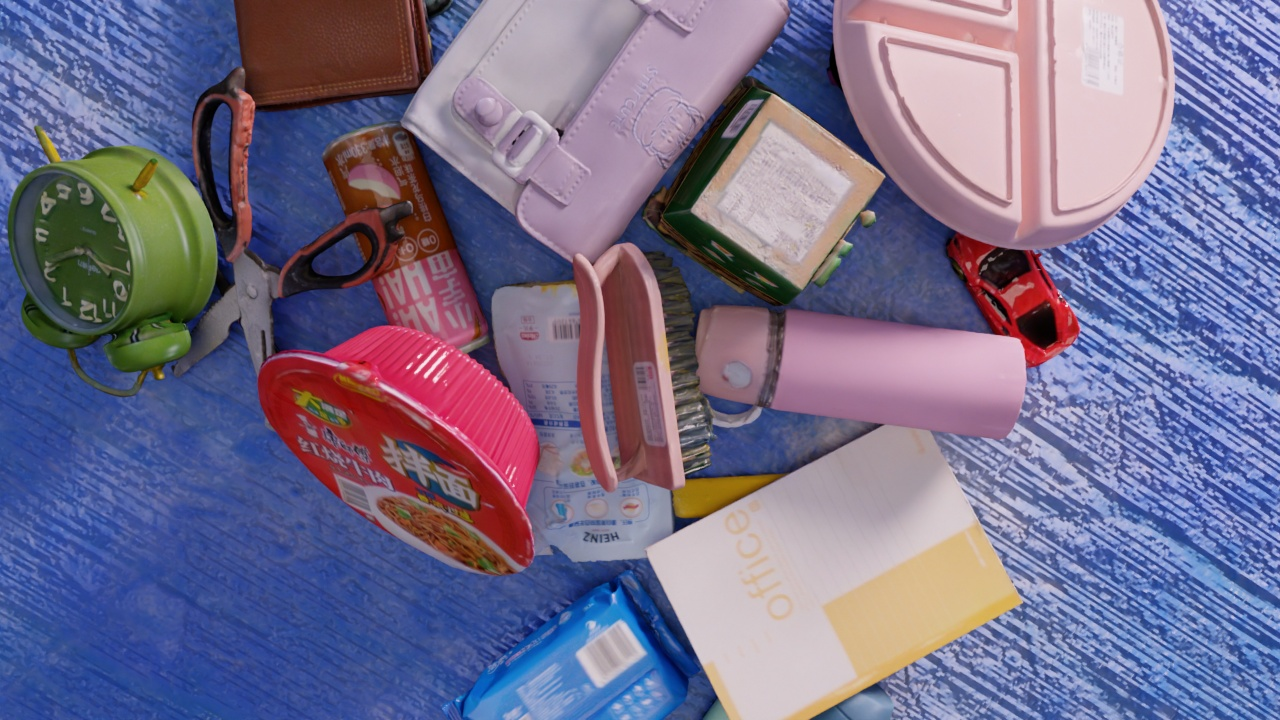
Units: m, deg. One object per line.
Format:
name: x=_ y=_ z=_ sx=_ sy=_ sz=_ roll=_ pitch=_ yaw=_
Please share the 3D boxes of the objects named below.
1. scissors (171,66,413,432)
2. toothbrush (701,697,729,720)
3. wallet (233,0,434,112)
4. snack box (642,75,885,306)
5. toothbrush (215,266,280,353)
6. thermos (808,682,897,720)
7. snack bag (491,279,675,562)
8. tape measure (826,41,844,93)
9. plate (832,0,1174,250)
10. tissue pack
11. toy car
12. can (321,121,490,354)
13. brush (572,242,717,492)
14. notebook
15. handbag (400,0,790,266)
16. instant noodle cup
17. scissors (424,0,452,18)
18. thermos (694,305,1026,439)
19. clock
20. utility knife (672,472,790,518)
scissors: x=-0.235 y=-0.063 z=0.565 sx=0.223 sy=0.015 sz=0.189 roll=-32 pitch=93 yaw=23
toothbrush: x=0.024 y=0.304 z=0.648 sx=0.026 sy=0.027 sz=0.224 roll=34 pitch=97 yaw=3
wallet: x=-0.191 y=-0.210 z=0.560 sx=0.125 sy=0.032 sz=0.101 roll=-4 pitch=99 yaw=12
snack box: x=0.078 y=-0.100 z=0.546 sx=0.117 sy=0.105 sz=0.118 roll=34 pitch=96 yaw=-4
toothbrush: x=-0.255 y=-0.018 z=0.604 sx=0.014 sy=0.017 sz=0.189 roll=-32 pitch=99 yaw=14
thermos: x=0.086 y=0.302 z=0.627 sx=0.070 sy=0.070 sz=0.220 roll=37 pitch=97 yaw=-5
snack bag: x=-0.037 y=0.042 z=0.602 sx=0.110 sy=0.039 sz=0.191 roll=-5 pitch=100 yaw=-6
tape measure: x=0.145 y=-0.188 z=0.566 sx=0.057 sy=0.039 sz=0.058 roll=-5 pitch=94 yaw=1
plate: x=0.218 y=-0.179 z=0.529 sx=0.229 sy=0.028 sz=0.229 roll=2 pitch=82 yaw=-18
tissue pack: x=-0.045 y=0.220 z=0.609 sx=0.157 sy=0.052 sz=0.095 roll=-34 pitch=97 yaw=-14
toy car: x=0.240 y=-0.047 z=0.592 sx=0.049 sy=0.031 sz=0.106 roll=-32 pitch=95 yaw=4
can: x=-0.145 y=-0.071 z=0.575 sx=0.058 sy=0.058 sz=0.147 roll=-20 pitch=98 yaw=3
brush: x=-0.003 y=0.003 z=0.547 sx=0.073 sy=0.063 sz=0.146 roll=-12 pitch=100 yaw=-28
notebook: x=0.125 y=0.140 z=0.598 sx=0.206 sy=0.010 sz=0.146 roll=-26 pitch=84 yaw=-4
handbag: x=-0.025 y=-0.171 z=0.544 sx=0.145 sy=0.098 sz=0.197 roll=37 pitch=97 yaw=-11
instant noodle cup: x=-0.132 y=0.047 z=0.554 sx=0.194 sy=0.194 sz=0.065 roll=37 pitch=54 yaw=-5
scissors: x=-0.130 y=-0.290 z=0.561 sx=0.173 sy=0.019 sz=0.179 roll=31 pitch=98 yaw=-6
thermos: x=0.131 y=0.014 z=0.583 sx=0.198 sy=0.067 sz=0.087 roll=6 pitch=120 yaw=3
clock: x=-0.326 y=-0.054 z=0.563 sx=0.116 sy=0.056 sz=0.161 roll=17 pitch=111 yaw=17
utility knife: x=0.092 y=0.088 z=0.620 sx=0.154 sy=0.015 sz=0.033 roll=-2 pitch=81 yaw=1
